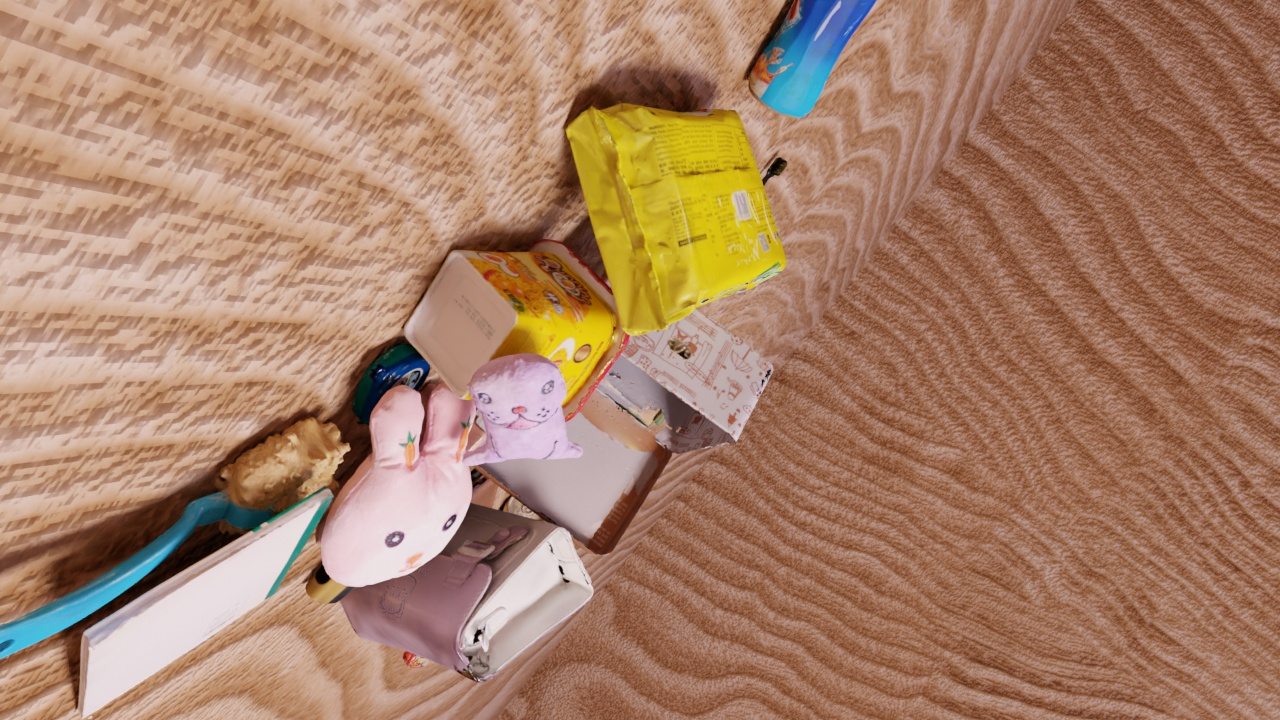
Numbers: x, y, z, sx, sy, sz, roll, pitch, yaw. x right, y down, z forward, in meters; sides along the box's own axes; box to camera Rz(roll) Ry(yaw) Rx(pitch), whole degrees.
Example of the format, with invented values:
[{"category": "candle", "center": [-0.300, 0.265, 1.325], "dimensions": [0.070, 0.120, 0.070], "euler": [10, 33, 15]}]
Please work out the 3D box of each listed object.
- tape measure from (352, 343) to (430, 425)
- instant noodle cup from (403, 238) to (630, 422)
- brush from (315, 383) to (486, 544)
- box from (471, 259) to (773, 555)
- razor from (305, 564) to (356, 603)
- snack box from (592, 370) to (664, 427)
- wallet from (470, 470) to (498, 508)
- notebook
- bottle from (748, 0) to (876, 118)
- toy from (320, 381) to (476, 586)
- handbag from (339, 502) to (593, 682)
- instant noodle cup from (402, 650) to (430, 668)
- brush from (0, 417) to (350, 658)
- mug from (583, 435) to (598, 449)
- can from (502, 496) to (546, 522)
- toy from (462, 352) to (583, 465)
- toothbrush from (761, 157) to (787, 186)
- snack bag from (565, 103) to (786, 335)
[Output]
[{"category": "tape measure", "center": [-0.174, 0.013, 0.639], "dimensions": [0.054, 0.025, 0.058], "euler": [-38, 167, -48]}, {"category": "instant noodle cup", "center": [-0.089, -0.023, 0.654], "dimensions": [0.116, 0.116, 0.123], "euler": [-53, 155, 18]}, {"category": "brush", "center": [-0.192, 0.089, 0.713], "dimensions": [0.145, 0.063, 0.073], "euler": [-46, 171, -7]}, {"category": "box", "center": [-0.024, 0.041, 0.780], "dimensions": [0.197, 0.181, 0.158], "euler": [-56, -166, -21]}, {"category": "razor", "center": [-0.227, 0.147, 0.805], "dimensions": [0.167, 0.062, 0.067], "euler": [-44, 137, 0]}, {"category": "snack box", "center": [-0.006, 0.005, 0.926], "dimensions": [0.118, 0.117, 0.105], "euler": [-51, -173, -3]}, {"category": "wallet", "center": [-0.204, 0.171, 0.984], "dimensions": [0.124, 0.032, 0.101], "euler": [-39, 161, -41]}, {"category": "notebook", "center": [-0.285, 0.161, 0.594], "dimensions": [0.150, 0.012, 0.210], "euler": [-34, 172, -42]}, {"category": "bottle", "center": [0.168, -0.312, 0.774], "dimensions": [0.065, 0.065, 0.219], "euler": [-34, 160, -51]}, {"category": "toy", "center": [-0.166, 0.089, 0.649], "dimensions": [0.121, 0.054, 0.160], "euler": [-11, 124, -53]}, {"category": "handbag", "center": [-0.165, 0.200, 0.826], "dimensions": [0.197, 0.098, 0.144], "euler": [2, -145, 44]}, {"category": "instant noodle cup", "center": [-0.218, 0.267, 1.064], "dimensions": [0.164, 0.079, 0.189], "euler": [-41, 173, -33]}, {"category": "brush", "center": [-0.261, 0.101, 0.524], "dimensions": [0.083, 0.046, 0.254], "euler": [-53, 173, 28]}, {"category": "mug", "center": [-0.084, 0.072, 1.015], "dimensions": [0.106, 0.082, 0.112], "euler": [-42, 135, -27]}, {"category": "can", "center": [-0.164, 0.228, 1.210], "dimensions": [0.058, 0.058, 0.117], "euler": [-37, 162, -46]}, {"category": "toy", "center": [-0.081, 0.033, 0.603], "dimensions": [0.084, 0.038, 0.108], "euler": [-6, 142, -7]}, {"category": "toothbrush", "center": [0.102, -0.156, 1.089], "dimensions": [0.026, 0.027, 0.212], "euler": [38, 93, -32]}, {"category": "snack bag", "center": [0.043, -0.117, 0.703], "dimensions": [0.068, 0.158, 0.245], "euler": [-12, -172, 30]}]
